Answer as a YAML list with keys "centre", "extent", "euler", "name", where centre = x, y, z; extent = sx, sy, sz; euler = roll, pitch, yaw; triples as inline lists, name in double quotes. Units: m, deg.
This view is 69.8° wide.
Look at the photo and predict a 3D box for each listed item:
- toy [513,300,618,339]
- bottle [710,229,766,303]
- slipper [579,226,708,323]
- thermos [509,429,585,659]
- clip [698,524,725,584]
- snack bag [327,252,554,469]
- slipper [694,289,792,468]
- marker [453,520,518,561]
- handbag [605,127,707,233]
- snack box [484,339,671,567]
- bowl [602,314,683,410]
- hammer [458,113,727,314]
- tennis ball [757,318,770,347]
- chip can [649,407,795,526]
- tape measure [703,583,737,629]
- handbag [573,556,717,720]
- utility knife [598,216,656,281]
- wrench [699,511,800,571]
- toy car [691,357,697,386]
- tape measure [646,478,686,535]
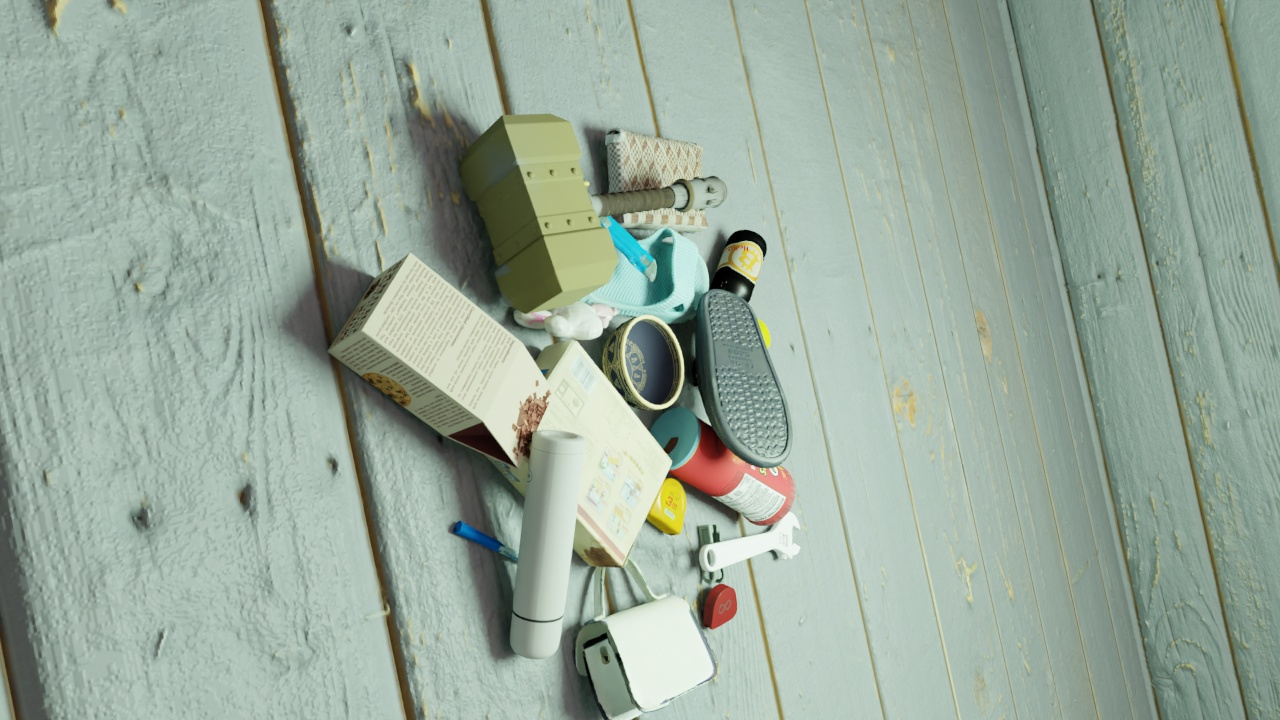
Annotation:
- centre: [-0.077, -0.046, 1.025]
  extent: [0.125, 0.076, 0.037]
  euler: [-12, 120, -51]
  name: "toy"
- centre: [0.129, -0.103, 1.289]
  extent: [0.059, 0.059, 0.181]
  euler: [47, 48, -31]
  name: "bottle"
- centre: [0.015, -0.106, 1.150]
  extent: [0.275, 0.070, 0.116]
  euler: [-2, 85, -49]
  name: "slipper"
- centre: [-0.093, 0.183, 0.907]
  extent: [0.052, 0.052, 0.224]
  euler: [0, 99, -50]
  name: "thermos"
- centre: [0.092, 0.249, 1.182]
  extent: [0.043, 0.023, 0.076]
  euler: [11, 70, -47]
  name: "clip"
- centre: [-0.174, 0.008, 0.869]
  extent: [0.206, 0.070, 0.094]
  euler: [41, 51, -25]
  name: "snack bag"
- centre: [0.111, 0.029, 1.164]
  extent: [0.110, 0.084, 0.267]
  euler: [11, 49, -24]
  name: "slipper"
- centre: [-0.134, 0.195, 0.936]
  extent: [0.142, 0.013, 0.013]
  euler: [37, 54, -38]
  name: "marker"
- centre: [0.020, -0.233, 1.206]
  extent: [0.185, 0.047, 0.124]
  euler: [-6, 93, -50]
  name: "handbag"
- centre: [-0.063, 0.105, 1.009]
  extent: [0.207, 0.055, 0.152]
  euler: [53, 46, -27]
  name: "snack box"
- centre: [-0.006, 0.006, 1.097]
  extent: [0.112, 0.061, 0.112]
  euler: [16, 68, -47]
  name: "bowl"
- centre: [-0.020, -0.178, 1.041]
  extent: [0.323, 0.101, 0.190]
  euler: [-16, 84, -41]
  name: "hammer"
- centre: [0.149, -0.031, 1.288]
  extent: [0.065, 0.066, 0.065]
  euler: [16, 68, -47]
  name: "tennis ball"
- centre: [0.106, 0.139, 1.178]
  extent: [0.213, 0.087, 0.086]
  euler: [33, 56, -39]
  name: "chip can"
- centre: [0.103, 0.310, 1.172]
  extent: [0.058, 0.019, 0.051]
  euler: [-10, 110, -50]
  name: "tape measure"
- centre: [-0.009, 0.300, 1.027]
  extent: [0.151, 0.074, 0.176]
  euler: [-2, 63, -51]
  name: "handbag"
- centre: [-0.055, -0.170, 1.080]
  extent: [0.207, 0.015, 0.031]
  euler: [41, 54, -8]
  name: "utility knife"
- centre: [0.152, 0.249, 1.235]
  extent: [0.272, 0.018, 0.066]
  euler: [3, 77, -56]
  name: "wrench"
- centre: [0.111, 0.029, 1.253]
  extent: [0.112, 0.034, 0.046]
  euler: [33, 57, -40]
  name: "toy car"
- centre: [0.028, 0.173, 1.119]
  extent: [0.068, 0.030, 0.058]
  euler: [43, 50, -39]
  name: "tape measure"
